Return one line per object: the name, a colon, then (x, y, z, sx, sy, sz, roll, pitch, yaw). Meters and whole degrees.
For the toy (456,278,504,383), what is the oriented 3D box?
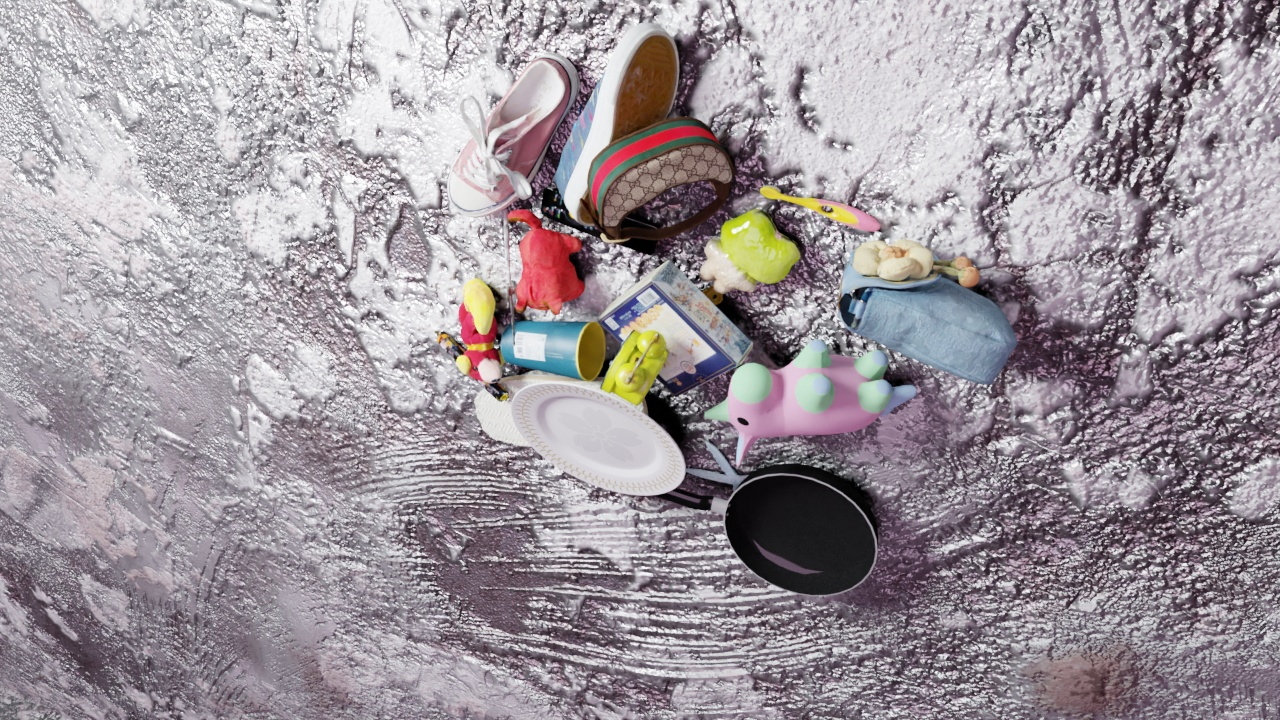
toy: (-0.216, -0.040, 1.216, 0.067, 0.105, 0.137, -9, 109, -18)

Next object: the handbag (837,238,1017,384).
handbag: (0.302, -0.060, 0.964, 0.192, 0.121, 0.119, 24, 118, 6)

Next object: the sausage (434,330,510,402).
sausage: (-0.234, 0.008, 1.267, 0.155, 0.020, 0.020, 42, 131, 19)

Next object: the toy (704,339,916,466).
toy: (0.201, 0.048, 1.089, 0.222, 0.120, 0.171, 7, 149, -10)

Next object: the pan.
pan: (0.142, 0.202, 1.235, 0.356, 0.043, 0.204, 17, 126, 16)

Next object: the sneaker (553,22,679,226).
sneaker: (-0.033, -0.264, 1.005, 0.079, 0.087, 0.236, 50, 132, 30)

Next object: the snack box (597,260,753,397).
snack box: (0.039, -0.034, 1.110, 0.145, 0.042, 0.145, 44, 147, -10)

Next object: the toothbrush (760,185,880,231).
toothbrush: (0.196, -0.167, 1.001, 0.135, 0.016, 0.021, 19, 126, 7)

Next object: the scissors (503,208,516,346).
scissors: (-0.163, -0.103, 1.142, 0.014, 0.141, 0.175, -4, 90, -5)

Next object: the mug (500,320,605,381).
mug: (-0.116, -0.017, 1.196, 0.121, 0.077, 0.078, 7, 124, 24)

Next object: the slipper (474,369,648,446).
slipper: (-0.109, 0.063, 1.257, 0.273, 0.053, 0.114, -6, 116, 31)

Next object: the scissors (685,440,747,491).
scissors: (0.142, 0.181, 1.258, 0.171, 0.014, 0.169, 8, 124, 17)

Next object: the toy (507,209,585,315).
toy: (-0.122, -0.119, 1.116, 0.088, 0.093, 0.133, -8, 117, 27)

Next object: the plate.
plate: (-0.054, 0.100, 1.188, 0.242, 0.016, 0.243, 17, 146, 12)

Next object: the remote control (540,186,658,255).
remote control: (-0.049, -0.169, 1.098, 0.152, 0.020, 0.041, 21, 128, 10)

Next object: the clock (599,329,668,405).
clock: (-0.006, 0.006, 1.081, 0.057, 0.083, 0.119, 30, 163, 3)

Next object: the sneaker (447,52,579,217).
sneaker: (-0.157, -0.243, 1.049, 0.118, 0.087, 0.242, 40, 127, -6)

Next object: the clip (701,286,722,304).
clip: (0.074, -0.071, 1.107, 0.048, 0.045, 0.054, -3, 123, 53)

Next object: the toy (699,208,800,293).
toy: (0.119, -0.117, 1.048, 0.092, 0.043, 0.118, 43, 130, -12)

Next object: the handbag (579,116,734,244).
handbag: (0.020, -0.184, 1.000, 0.166, 0.063, 0.138, -23, 140, 0)
